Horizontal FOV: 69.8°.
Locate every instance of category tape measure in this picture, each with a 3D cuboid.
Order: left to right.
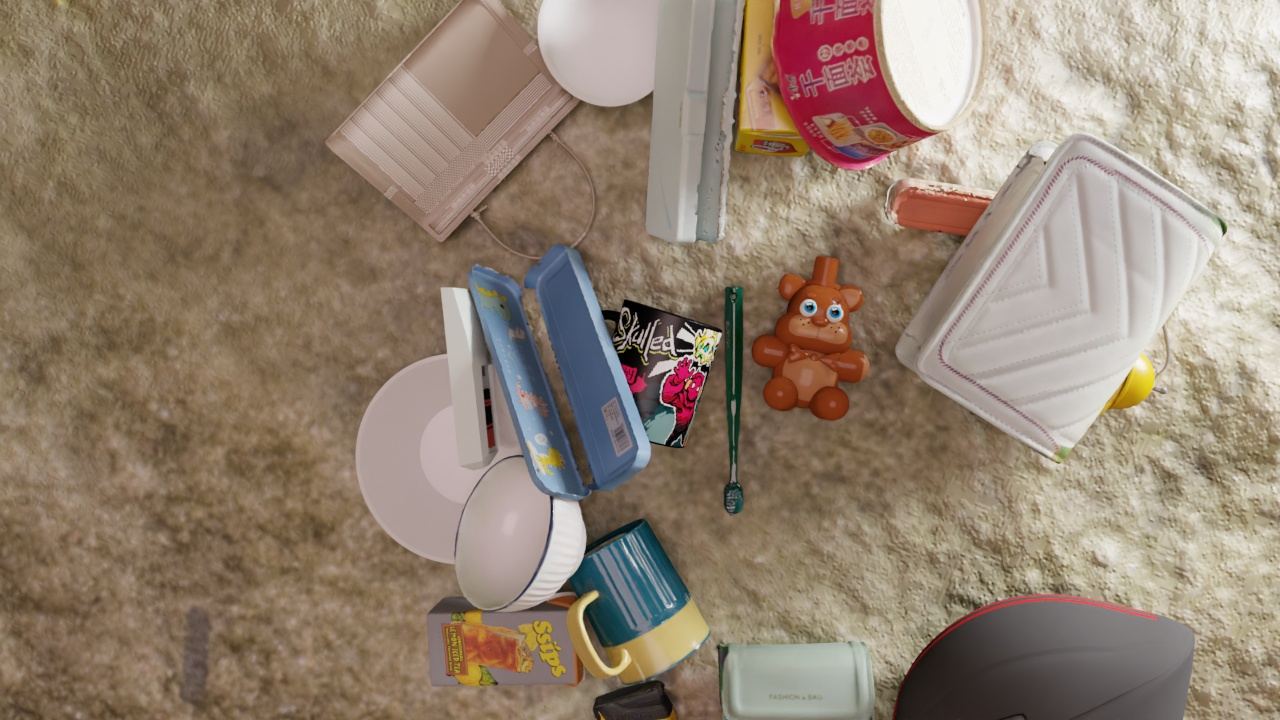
[{"bbox_3d":[-0.002,0.306,0.768,0.066,0.037,0.064,-19,90,8],"label":"tape measure"}]

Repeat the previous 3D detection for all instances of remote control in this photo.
[{"bbox_3d":[-0.131,0.014,0.722,0.024,0.049,0.143,-5,92,6],"label":"remote control"}]

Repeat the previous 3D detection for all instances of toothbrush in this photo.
[{"bbox_3d":[0.077,0.034,0.758,0.016,0.017,0.190,0,93,5],"label":"toothbrush"}]

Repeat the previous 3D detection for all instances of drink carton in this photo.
[{"bbox_3d":[-0.110,0.233,0.769,0.125,0.048,0.076,-3,92,6],"label":"drink carton"}]

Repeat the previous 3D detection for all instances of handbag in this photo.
[{"bbox_3d":[-0.120,-0.168,0.754,0.176,0.062,0.198,-45,96,4],"label":"handbag"},{"bbox_3d":[0.124,0.281,0.741,0.122,0.067,0.106,-3,91,6],"label":"handbag"},{"bbox_3d":[0.293,-0.044,0.652,0.142,0.096,0.199,33,98,-2],"label":"handbag"}]

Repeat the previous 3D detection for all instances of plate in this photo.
[{"bbox_3d":[-0.148,0.080,0.772,0.174,0.036,0.174,0,93,5],"label":"plate"}]

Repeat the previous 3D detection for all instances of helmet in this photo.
[{"bbox_3d":[0.284,0.268,0.676,0.265,0.164,0.170,-39,77,16],"label":"helmet"}]

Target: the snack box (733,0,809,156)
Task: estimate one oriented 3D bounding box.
[{"bbox_3d":[0.107,-0.218,0.710,0.061,0.083,0.106,3,92,3],"label":"snack box"}]

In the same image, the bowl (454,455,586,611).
[{"bbox_3d":[-0.084,0.137,0.707,0.062,0.118,0.118,25,96,-40],"label":"bowl"}]

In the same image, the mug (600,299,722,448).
[{"bbox_3d":[-0.004,0.004,0.737,0.118,0.081,0.098,19,94,23],"label":"mug"}]

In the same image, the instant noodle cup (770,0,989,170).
[{"bbox_3d":[0.180,-0.229,0.654,0.078,0.178,0.178,6,94,48],"label":"instant noodle cup"}]

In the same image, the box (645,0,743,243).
[{"bbox_3d":[0.036,-0.192,0.712,0.083,0.066,0.199,15,109,42],"label":"box"}]

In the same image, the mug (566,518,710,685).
[{"bbox_3d":[-0.013,0.196,0.728,0.083,0.113,0.107,-29,88,40],"label":"mug"}]

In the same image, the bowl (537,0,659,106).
[{"bbox_3d":[-0.031,-0.258,0.737,0.110,0.040,0.110,-2,98,-13],"label":"bowl"}]

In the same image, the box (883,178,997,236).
[{"bbox_3d":[0.288,-0.112,0.729,0.188,0.062,0.058,12,119,2],"label":"box"}]

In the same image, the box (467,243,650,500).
[{"bbox_3d":[-0.062,-0.002,0.698,0.074,0.077,0.209,-38,59,27],"label":"box"}]

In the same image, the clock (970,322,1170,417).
[{"bbox_3d":[0.330,-0.006,0.717,0.152,0.052,0.113,-13,91,10],"label":"clock"}]

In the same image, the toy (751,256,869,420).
[{"bbox_3d":[0.139,-0.019,0.728,0.095,0.065,0.127,11,88,3],"label":"toy"}]
